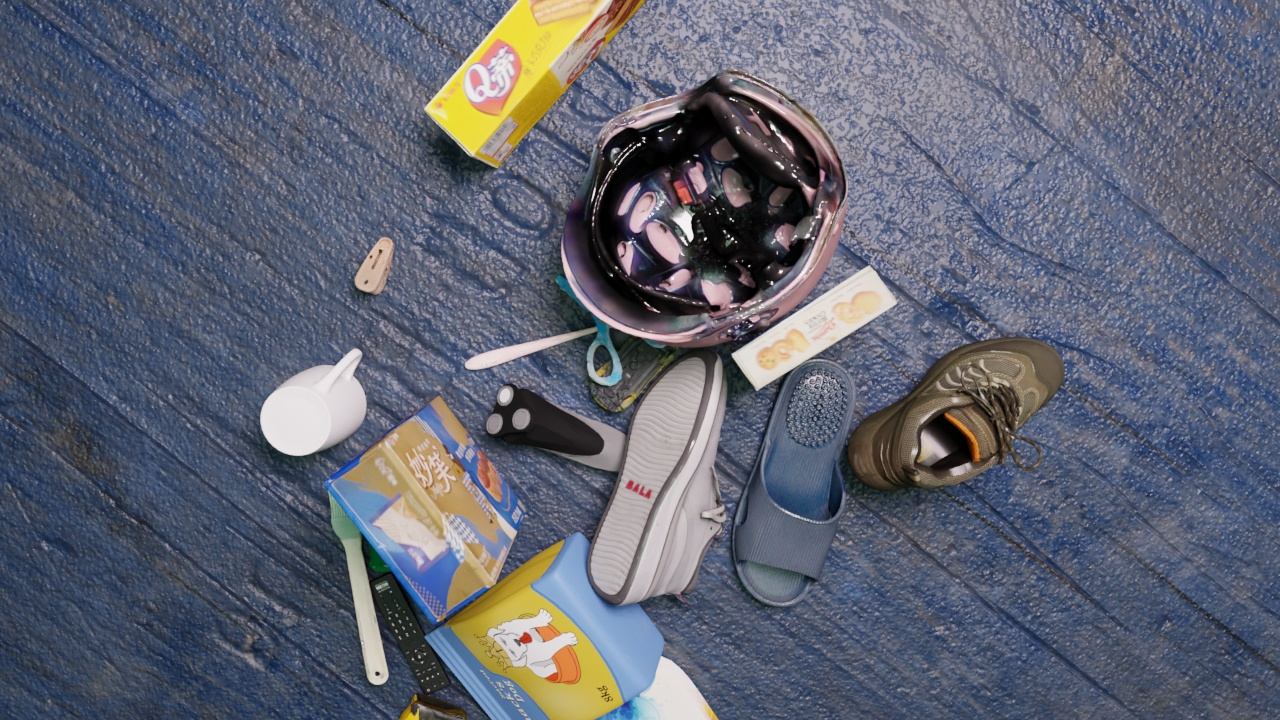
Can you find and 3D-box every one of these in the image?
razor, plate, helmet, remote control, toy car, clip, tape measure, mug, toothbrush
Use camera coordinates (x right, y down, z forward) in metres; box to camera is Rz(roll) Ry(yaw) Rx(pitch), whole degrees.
[{"bbox_3d":[-0.073,0.075,0.925,0.156,0.060,0.057,22,87,-22],"label":"razor"},{"bbox_3d":[-0.003,0.428,0.994,0.187,0.016,0.187,-33,97,6],"label":"plate"},{"bbox_3d":[0.058,-0.119,0.832,0.255,0.152,0.230,-41,71,0],"label":"helmet"},{"bbox_3d":[-0.248,0.292,0.981,0.030,0.009,0.140,-25,97,5],"label":"remote control"},{"bbox_3d":[-0.005,0.005,0.921,0.049,0.030,0.107,44,95,5],"label":"toy car"},{"bbox_3d":[-0.263,-0.092,0.919,0.024,0.040,0.060,26,75,-3],"label":"clip"},{"bbox_3d":[-0.228,0.395,0.982,0.065,0.037,0.064,26,93,-17],"label":"tape measure"},{"bbox_3d":[-0.314,0.037,0.904,0.081,0.087,0.114,36,97,-4],"label":"mug"},{"bbox_3d":[-0.092,-0.018,0.928,0.181,0.018,0.016,-15,97,4],"label":"toothbrush"}]

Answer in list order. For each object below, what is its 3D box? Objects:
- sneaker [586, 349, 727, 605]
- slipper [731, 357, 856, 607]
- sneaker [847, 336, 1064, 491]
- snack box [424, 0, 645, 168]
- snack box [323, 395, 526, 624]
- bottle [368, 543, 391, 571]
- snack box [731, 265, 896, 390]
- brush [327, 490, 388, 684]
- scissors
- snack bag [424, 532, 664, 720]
[{"bbox_3d":[0.047,0.122,0.914,0.128,0.097,0.263,24,81,-41],"label":"sneaker"},{"bbox_3d":[0.156,0.128,0.914,0.101,0.082,0.264,12,98,1],"label":"slipper"},{"bbox_3d":[0.317,0.046,0.854,0.237,0.143,0.101,-31,96,-11],"label":"sneaker"},{"bbox_3d":[-0.088,-0.285,0.839,0.061,0.110,0.230,43,97,-2],"label":"snack box"},{"bbox_3d":[-0.191,0.129,0.858,0.069,0.202,0.155,-36,96,5],"label":"snack box"},{"bbox_3d":[-0.261,0.159,0.946,0.043,0.043,0.111,-2,98,1],"label":"bottle"},{"bbox_3d":[0.156,-0.027,0.855,0.144,0.145,0.042,-33,87,6],"label":"snack box"},{"bbox_3d":[-0.294,0.236,0.964,0.033,0.012,0.217,-9,93,5],"label":"brush"},{"bbox_3d":[-0.024,-0.051,0.908,0.114,0.013,0.140,-19,79,9],"label":"scissors"},{"bbox_3d":[-0.104,0.297,0.942,0.206,0.102,0.159,-35,97,20],"label":"snack bag"}]
